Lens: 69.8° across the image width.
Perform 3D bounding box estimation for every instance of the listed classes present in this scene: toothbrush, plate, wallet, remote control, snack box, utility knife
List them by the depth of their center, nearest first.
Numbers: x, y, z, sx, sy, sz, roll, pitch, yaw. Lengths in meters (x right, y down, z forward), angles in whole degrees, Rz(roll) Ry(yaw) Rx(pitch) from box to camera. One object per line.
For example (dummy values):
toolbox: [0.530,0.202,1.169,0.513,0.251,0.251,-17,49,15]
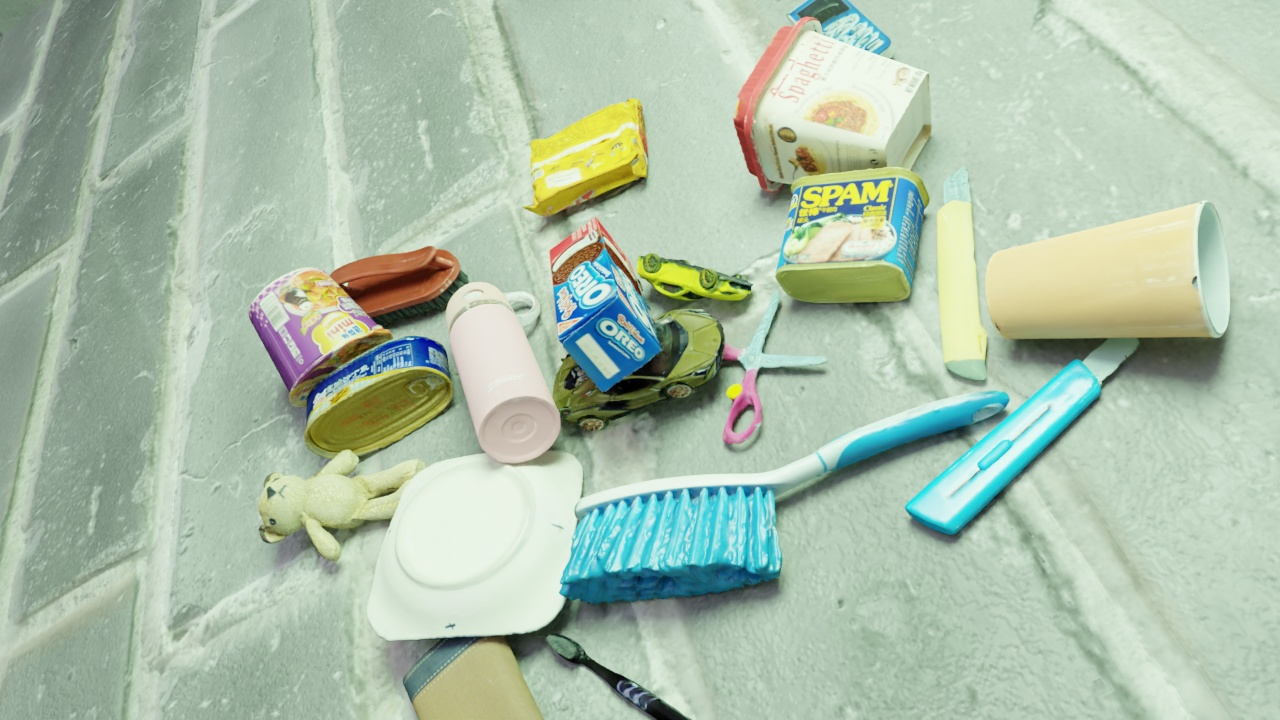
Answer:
utility knife: [0.243,0.042,0.572,0.182,0.018,0.034,-42,47,-1]
toothbrush: [0.004,0.224,0.603,0.189,0.017,0.014,20,72,37]
wallet: [-0.117,0.247,0.651,0.090,0.033,0.115,-43,49,4]
utility knife: [0.227,-0.067,0.652,0.031,0.019,0.183,-6,64,24]
plate: [-0.129,0.130,0.702,0.164,0.034,0.164,-8,47,14]
snack box: [-0.032,-0.050,0.726,0.057,0.058,0.207,-34,24,9]
remote control: [0.179,-0.295,0.827,0.049,0.024,0.124,-33,50,9]

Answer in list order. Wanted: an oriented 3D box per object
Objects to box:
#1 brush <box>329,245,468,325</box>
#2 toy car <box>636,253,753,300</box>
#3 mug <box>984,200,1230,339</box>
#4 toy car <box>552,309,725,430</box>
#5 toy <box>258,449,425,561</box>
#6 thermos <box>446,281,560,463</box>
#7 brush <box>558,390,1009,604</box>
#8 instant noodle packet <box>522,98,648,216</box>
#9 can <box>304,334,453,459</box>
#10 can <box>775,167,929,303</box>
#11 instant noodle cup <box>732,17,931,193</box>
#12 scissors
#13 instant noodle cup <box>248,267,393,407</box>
brush: [-0.243,-0.078,0.917,0.146,0.069,0.063,-11,56,25]
toy car: [0.042,-0.064,0.748,0.105,0.048,0.032,18,99,39]
mug: [0.283,-0.048,0.563,0.123,0.078,0.078,-5,57,44]
toy car: [-0.004,0.004,0.724,0.158,0.042,0.070,-22,51,29]
toy: [-0.259,0.119,0.801,0.157,0.066,0.105,-9,61,7]
thermos: [-0.113,-0.001,0.778,0.087,0.067,0.198,-16,35,-10]
brush: [0.089,0.093,0.614,0.315,0.060,0.109,-12,52,22]
instant noodle packet: [-0.054,-0.195,0.893,0.128,0.044,0.110,-19,46,16]
can: [-0.240,0.034,0.839,0.148,0.074,0.049,-29,46,12]
can: [0.157,-0.091,0.687,0.102,0.057,0.083,0,63,32]
instant noodle cup: [0.155,-0.190,0.723,0.124,0.117,0.116,23,74,28]
scissors: [0.079,0.002,0.699,0.134,0.017,0.133,6,64,38]
instant noodle cup: [-0.310,-0.027,0.876,0.111,0.111,0.099,-40,79,3]
